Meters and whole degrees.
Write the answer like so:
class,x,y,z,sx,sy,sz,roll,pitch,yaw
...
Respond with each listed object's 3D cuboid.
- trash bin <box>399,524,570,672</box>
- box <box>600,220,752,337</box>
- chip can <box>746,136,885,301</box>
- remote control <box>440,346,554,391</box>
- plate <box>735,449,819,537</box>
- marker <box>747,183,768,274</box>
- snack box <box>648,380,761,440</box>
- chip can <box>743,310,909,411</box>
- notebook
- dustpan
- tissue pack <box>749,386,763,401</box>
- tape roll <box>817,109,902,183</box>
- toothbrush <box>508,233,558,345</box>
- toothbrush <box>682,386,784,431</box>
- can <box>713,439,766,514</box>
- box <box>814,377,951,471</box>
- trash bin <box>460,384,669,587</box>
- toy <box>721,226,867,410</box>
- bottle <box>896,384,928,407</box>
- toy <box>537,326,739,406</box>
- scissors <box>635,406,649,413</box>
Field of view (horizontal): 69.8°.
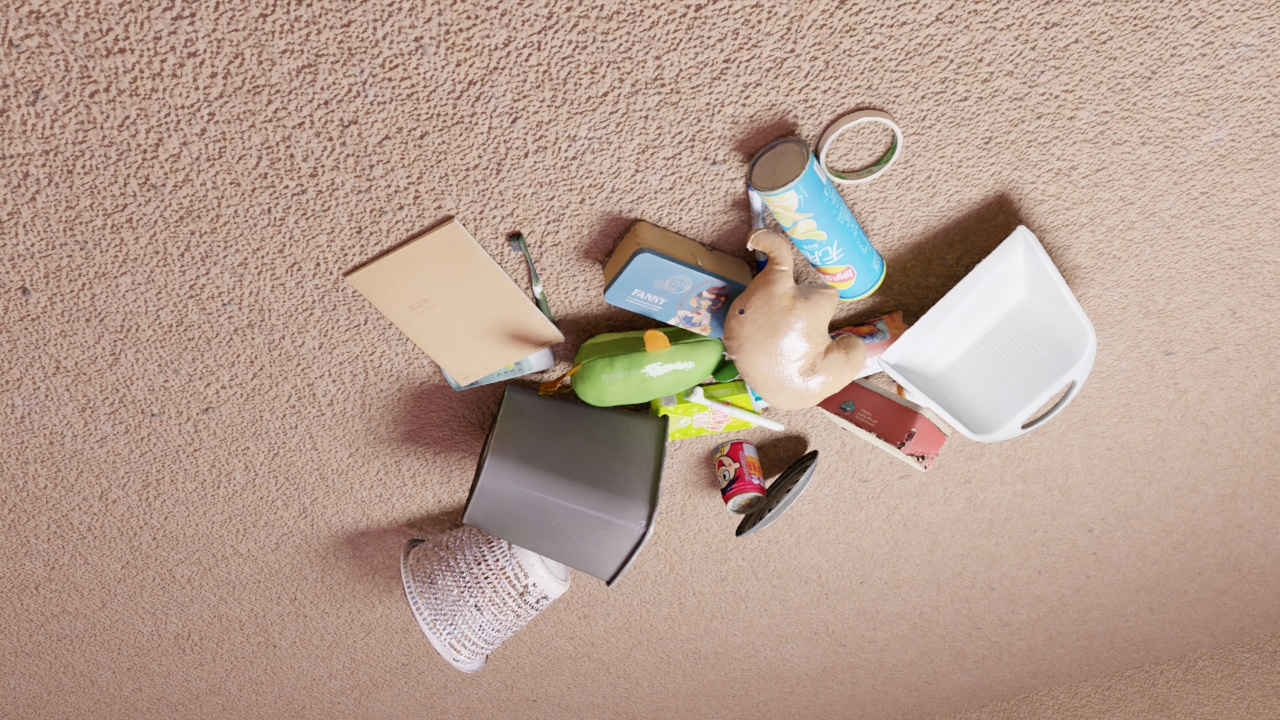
class,x,y,z,sx,sy,sz,roll,pitch,yaw
trash bin,-0.224,0.329,1.401,0.192,0.227,0.227,-31,139,6
box,0.039,-0.091,1.029,0.184,0.061,0.090,14,136,-29
chip can,0.192,-0.146,0.983,0.071,0.071,0.210,-27,138,21
remote control,-0.175,0.002,1.132,0.135,0.019,0.056,-13,142,4
plate,0.210,0.204,1.371,0.024,0.178,0.180,43,129,2
marker,0.132,-0.145,1.015,0.017,0.016,0.146,-12,142,3
snack box,0.089,0.070,1.263,0.156,0.026,0.086,-8,143,-8
chip can,0.240,0.001,1.179,0.215,0.071,0.071,-18,141,10
notebook,-0.206,-0.058,1.041,0.150,0.012,0.211,-24,134,18
dustpan,0.442,-0.004,1.108,0.223,0.142,0.257,-45,153,13
tissue pack,0.167,-0.018,1.115,0.093,0.050,0.133,-15,109,8
tape roll,0.225,-0.219,0.944,0.086,0.013,0.086,-6,142,-5
toothbrush,-0.119,-0.077,1.050,0.017,0.012,0.186,-7,143,6
toothbrush,0.132,0.068,1.238,0.189,0.020,0.029,21,135,-38
can,0.148,0.173,1.359,0.066,0.093,0.067,-6,142,-5
box,0.310,0.082,1.209,0.091,0.168,0.080,34,88,-42
trash bin,-0.099,0.151,1.189,0.219,0.198,0.200,19,138,-9
toy,0.157,-0.037,1.016,0.143,0.082,0.226,-33,122,4
bottle,0.412,0.038,1.270,0.108,0.063,0.063,-14,142,5
toy,-0.007,0.007,1.116,0.246,0.090,0.227,-10,169,-12
scissors,-0.018,0.081,1.277,0.171,0.014,0.147,9,138,-27
